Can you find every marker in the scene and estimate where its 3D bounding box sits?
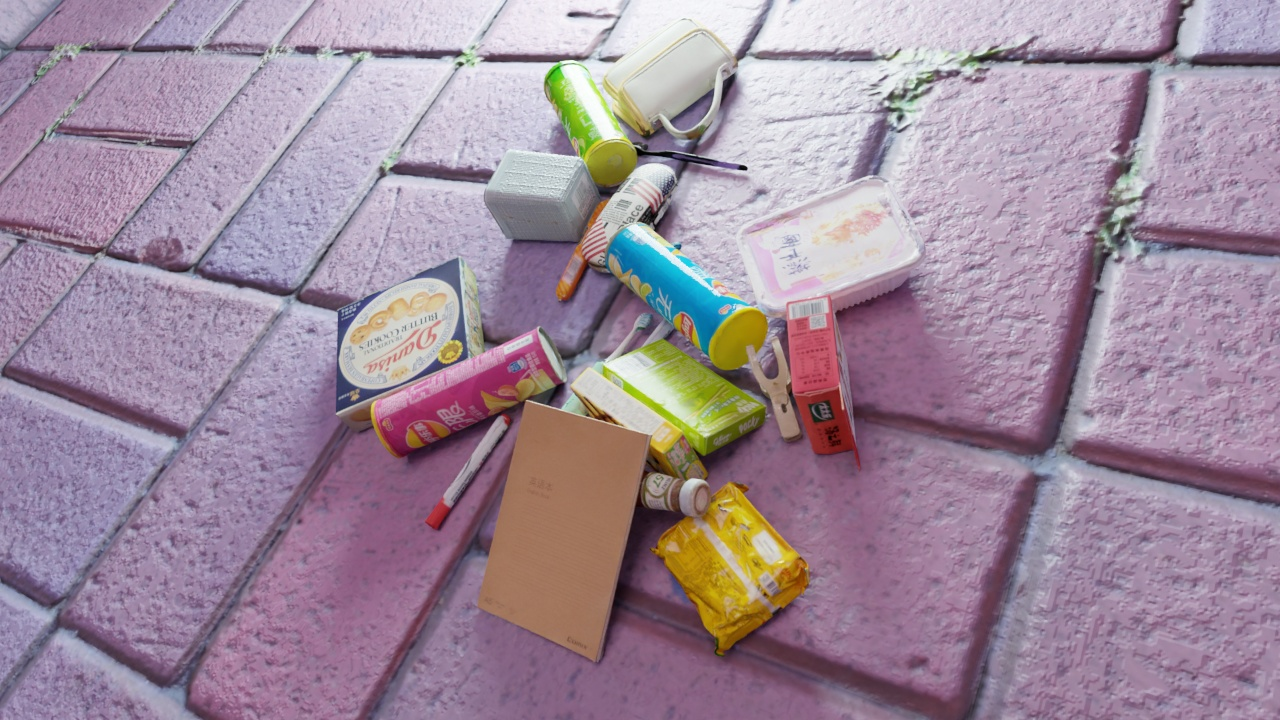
[{"bbox_3d":[-0.186,0.119,1.000,0.017,0.017,0.145,19,66,33],"label":"marker"},{"bbox_3d":[-0.006,0.006,1.001,0.017,0.017,0.145,27,70,36],"label":"marker"}]

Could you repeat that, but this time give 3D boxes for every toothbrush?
[{"bbox_3d":[0.057,-0.260,1.169,0.189,0.014,0.016,18,53,33],"label":"toothbrush"},{"bbox_3d":[-0.055,0.033,0.998,0.027,0.026,0.224,9,58,54],"label":"toothbrush"}]

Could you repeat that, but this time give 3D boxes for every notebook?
[{"bbox_3d":[-0.076,0.156,0.868,0.150,0.012,0.211,13,89,32],"label":"notebook"}]

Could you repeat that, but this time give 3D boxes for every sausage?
[{"bbox_3d":[-0.068,-0.138,1.130,0.021,0.021,0.164,8,60,28],"label":"sausage"}]

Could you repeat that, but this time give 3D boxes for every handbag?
[{"bbox_3d":[0.051,-0.369,1.224,0.163,0.063,0.178,-37,53,-3],"label":"handbag"}]

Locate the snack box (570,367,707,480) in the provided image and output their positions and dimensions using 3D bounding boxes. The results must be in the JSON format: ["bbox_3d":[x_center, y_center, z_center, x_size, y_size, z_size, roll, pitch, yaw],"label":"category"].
[{"bbox_3d":[-0.002,0.069,0.908,0.140,0.087,0.033,31,72,37],"label":"snack box"}]

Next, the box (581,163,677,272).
[{"bbox_3d":[-0.010,-0.172,1.121,0.072,0.060,0.164,28,71,16],"label":"box"}]

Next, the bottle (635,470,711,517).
[{"bbox_3d":[-0.026,0.117,0.882,0.206,0.060,0.059,5,58,38],"label":"bottle"}]

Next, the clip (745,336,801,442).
[{"bbox_3d":[0.138,0.029,0.918,0.035,0.094,0.102,-20,89,8],"label":"clip"}]

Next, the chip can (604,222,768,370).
[{"bbox_3d":[0.044,-0.074,0.984,0.071,0.071,0.210,-40,49,-7],"label":"chip can"}]

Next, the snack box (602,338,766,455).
[{"bbox_3d":[0.042,0.034,0.930,0.085,0.026,0.156,-25,42,-34],"label":"snack box"}]

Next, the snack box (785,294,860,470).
[{"bbox_3d":[0.168,0.024,0.847,0.044,0.113,0.126,-9,53,16],"label":"snack box"}]

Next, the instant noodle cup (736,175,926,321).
[{"bbox_3d":[0.200,-0.106,0.963,0.173,0.060,0.137,-21,51,10],"label":"instant noodle cup"}]

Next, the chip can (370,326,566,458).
[{"bbox_3d":[-0.191,0.036,1.027,0.210,0.071,0.071,-24,50,6],"label":"chip can"}]

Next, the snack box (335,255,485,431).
[{"bbox_3d":[-0.284,-0.023,1.128,0.178,0.046,0.182,-22,50,9],"label":"snack box"}]

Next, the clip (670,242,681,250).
[{"bbox_3d":[0.023,-0.123,1.085,0.057,0.015,0.049,-8,56,20],"label":"clip"}]

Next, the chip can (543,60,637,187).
[{"bbox_3d":[-0.072,-0.323,1.234,0.072,0.072,0.221,-27,50,3],"label":"chip can"}]

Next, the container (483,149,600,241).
[{"bbox_3d":[-0.120,-0.206,1.162,0.112,0.090,0.090,9,61,25],"label":"container"}]

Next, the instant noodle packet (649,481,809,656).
[{"bbox_3d":[0.081,0.182,0.817,0.111,0.044,0.128,-40,46,2],"label":"instant noodle packet"}]
